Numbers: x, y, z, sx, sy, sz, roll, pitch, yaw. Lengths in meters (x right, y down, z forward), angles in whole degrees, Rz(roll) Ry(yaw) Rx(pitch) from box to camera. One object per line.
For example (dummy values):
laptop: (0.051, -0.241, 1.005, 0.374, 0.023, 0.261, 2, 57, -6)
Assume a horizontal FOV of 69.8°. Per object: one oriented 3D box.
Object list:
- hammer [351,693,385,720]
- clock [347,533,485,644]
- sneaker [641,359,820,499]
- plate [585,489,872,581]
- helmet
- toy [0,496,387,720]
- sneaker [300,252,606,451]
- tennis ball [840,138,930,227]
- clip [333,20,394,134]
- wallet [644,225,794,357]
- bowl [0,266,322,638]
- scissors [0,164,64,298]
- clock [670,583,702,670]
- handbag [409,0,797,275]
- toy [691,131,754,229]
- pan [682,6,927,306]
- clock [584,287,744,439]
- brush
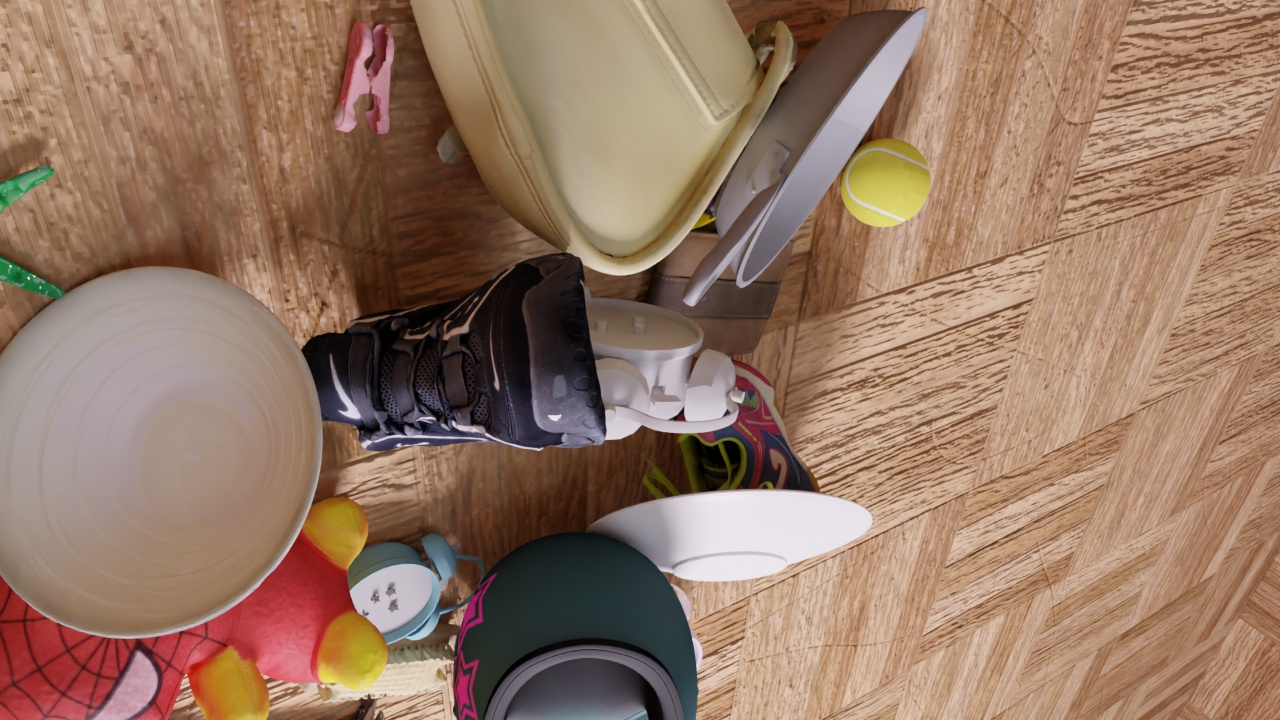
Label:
hammer: (-0.314, 0.254, 0.613, 0.140, 0.036, 0.326, -46, 136, 2)
clock: (-0.165, 0.165, 0.655, 0.123, 0.042, 0.087, 4, 117, -39)
sneaker: (0.077, 0.107, 0.762, 0.090, 0.116, 0.242, -60, 141, -34)
plate: (0.070, 0.151, 0.731, 0.229, 0.030, 0.230, -2, 155, -1)
helmet: (-0.048, 0.260, 0.683, 0.176, 0.200, 0.275, -2, 102, -7)
toy: (-0.257, 0.143, 0.516, 0.215, 0.147, 0.099, 4, 147, -41)
sneaker: (-0.110, 0.006, 0.478, 0.150, 0.253, 0.097, -7, 87, -17)
tennis ball: (0.183, -0.133, 0.687, 0.065, 0.065, 0.065, -20, 130, -25)
clip: (-0.136, -0.142, 0.472, 0.044, 0.023, 0.060, 18, 109, -48)
wallet: (0.054, -0.050, 0.679, 0.121, 0.027, 0.099, -2, 119, -37)
bowl: (-0.234, 0.045, 0.461, 0.176, 0.176, 0.058, -44, 171, -3)
scissors: (-0.320, -0.059, 0.399, 0.125, 0.011, 0.130, -34, 135, -11)
clock: (-0.002, 0.259, 0.834, 0.116, 0.059, 0.158, -28, 133, -19)
handbag: (-0.029, -0.175, 0.465, 0.190, 0.088, 0.233, -42, 121, -11)
toy: (0.037, -0.129, 0.594, 0.094, 0.041, 0.096, -5, 120, -44)
pan: (0.080, -0.107, 0.522, 0.355, 0.051, 0.201, -41, 164, -55)
clock: (-0.003, 0.004, 0.581, 0.119, 0.159, 0.061, -6, 114, -35)
brush: (-0.190, 0.225, 0.681, 0.117, 0.039, 0.049, 13, 113, -41)
